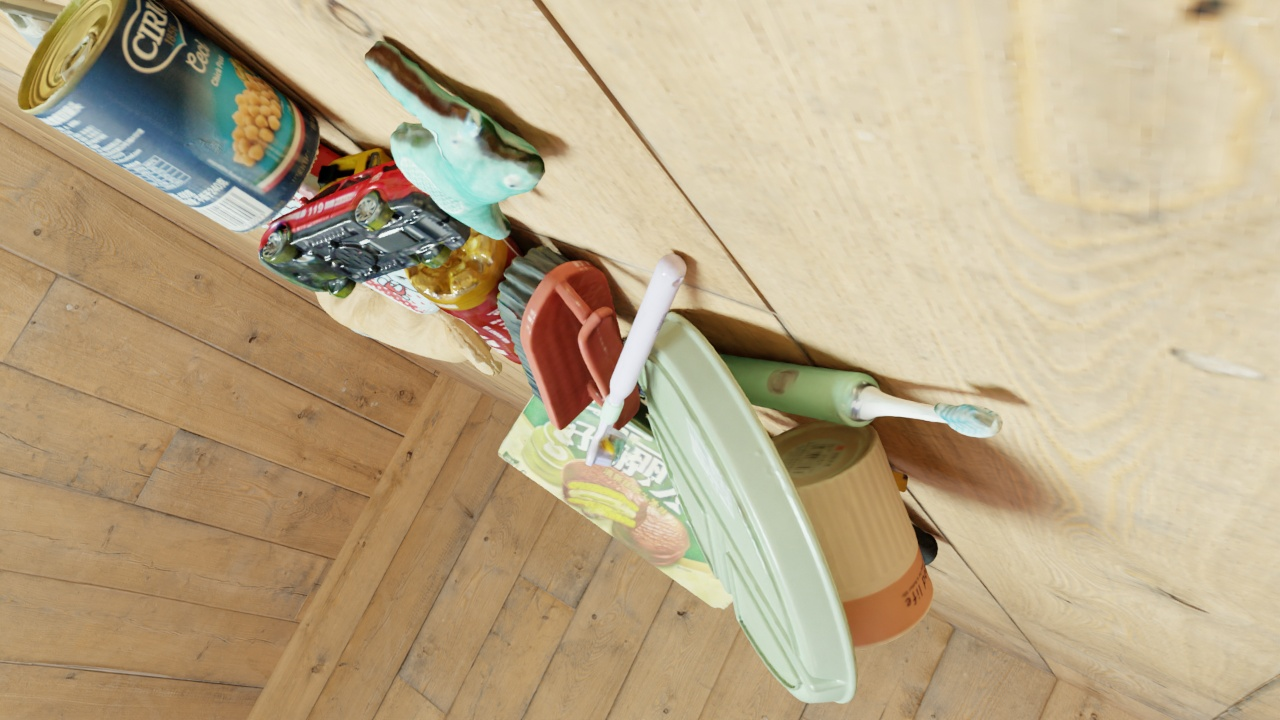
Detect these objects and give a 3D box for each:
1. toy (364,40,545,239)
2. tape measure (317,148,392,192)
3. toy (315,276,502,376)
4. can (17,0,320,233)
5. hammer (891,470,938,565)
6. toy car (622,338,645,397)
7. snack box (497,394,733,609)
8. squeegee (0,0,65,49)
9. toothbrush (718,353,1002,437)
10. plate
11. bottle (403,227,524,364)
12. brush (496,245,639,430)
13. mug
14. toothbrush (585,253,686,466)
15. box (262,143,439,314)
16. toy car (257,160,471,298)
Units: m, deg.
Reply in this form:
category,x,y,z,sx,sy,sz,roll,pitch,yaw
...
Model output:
category,x,y,z,sx,sy,sz,roll,pitch,yaw
toy,-0.072,-0.083,0.359,0.096,0.030,0.092,40,162,-27
tape measure,-0.147,-0.092,0.508,0.057,0.028,0.060,-7,154,24
toy,-0.197,-0.039,0.847,0.226,0.082,0.143,21,-178,26
can,-0.222,-0.120,0.444,0.075,0.075,0.111,21,170,40
hammer,0.177,0.120,0.725,0.129,0.032,0.300,8,164,37
toy car,-0.004,0.004,0.648,0.049,0.031,0.106,27,175,-10
snack box,0.010,0.095,0.764,0.240,0.115,0.063,36,-145,-1
squeegee,-0.376,-0.204,0.561,0.246,0.039,0.246,11,180,-9
toothbrush,0.087,0.016,0.447,0.027,0.026,0.225,23,175,-25
plate,0.049,0.083,0.509,0.230,0.027,0.230,156,91,-82
bottle,-0.081,-0.036,0.563,0.057,0.057,0.175,25,171,20
brush,-0.035,-0.008,0.521,0.069,0.063,0.146,39,163,21
mug,0.114,0.092,0.542,0.114,0.082,0.106,-81,-30,-69
toothbrush,-0.004,0.007,0.466,0.021,0.029,0.190,49,151,18
box,-0.201,-0.094,0.562,0.201,0.068,0.091,31,171,-18
toy car,-0.140,-0.067,0.467,0.121,0.045,0.053,-14,150,27
